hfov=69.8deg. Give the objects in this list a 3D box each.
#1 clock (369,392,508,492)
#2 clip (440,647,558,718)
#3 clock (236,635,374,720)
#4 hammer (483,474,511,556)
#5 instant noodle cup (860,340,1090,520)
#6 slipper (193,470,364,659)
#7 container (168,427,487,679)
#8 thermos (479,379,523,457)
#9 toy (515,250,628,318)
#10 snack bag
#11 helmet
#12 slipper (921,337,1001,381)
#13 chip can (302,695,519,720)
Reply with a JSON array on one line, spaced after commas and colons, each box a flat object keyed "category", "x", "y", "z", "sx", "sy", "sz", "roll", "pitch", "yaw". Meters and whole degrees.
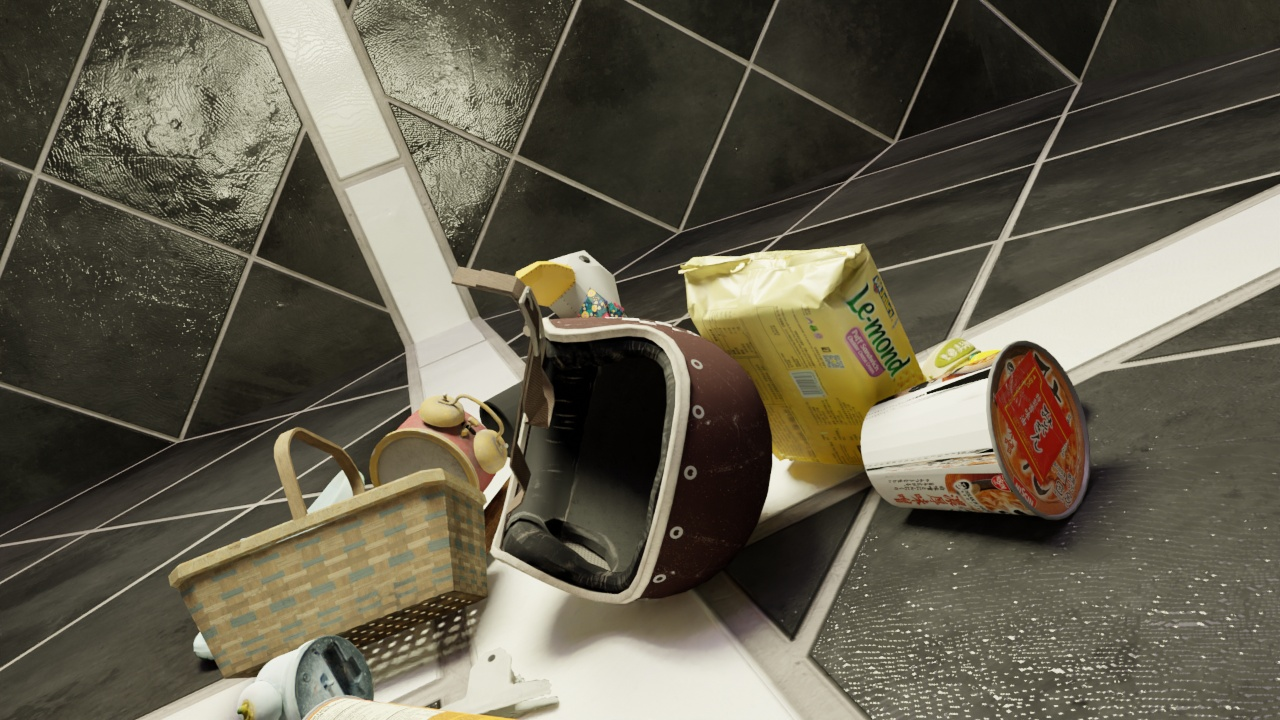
[{"category": "clock", "x": -0.198, "y": 0.094, "z": 0.945, "sx": 0.159, "sy": 0.117, "sz": 0.081, "roll": -47, "pitch": 6, "yaw": 28}, {"category": "clip", "x": -0.104, "y": 0.245, "z": 0.668, "sx": 0.102, "sy": 0.046, "sz": 0.056, "roll": -18, "pitch": 18, "yaw": 10}, {"category": "clock", "x": -0.252, "y": 0.260, "z": 0.684, "sx": 0.057, "sy": 0.083, "sz": 0.117, "roll": -22, "pitch": 9, "yaw": 21}, {"category": "hammer", "x": -0.112, "y": 0.103, "z": 0.982, "sx": 0.299, "sy": 0.037, "sz": 0.218, "roll": -55, "pitch": -6, "yaw": -50}, {"category": "instant noodle cup", "x": 0.237, "y": 0.059, "z": 0.671, "sx": 0.123, "sy": 0.123, "sz": 0.122, "roll": -32, "pitch": 8, "yaw": -39}, {"category": "slipper", "x": -0.397, "y": 0.210, "z": 0.996, "sx": 0.244, "sy": 0.074, "sz": 0.104, "roll": -54, "pitch": 21, "yaw": -23}, {"category": "container", "x": -0.271, "y": 0.156, "z": 0.823, "sx": 0.250, "sy": 0.186, "sz": 0.157, "roll": -21, "pitch": -19, "yaw": 0}, {"category": "thermos", "x": -0.120, "y": 0.052, "z": 1.290, "sx": 0.198, "sy": 0.086, "sz": 0.086, "roll": -30, "pitch": 16, "yaw": -34}, {"category": "toy", "x": -0.006, "y": 0.006, "z": 0.934, "sx": 0.246, "sy": 0.267, "sz": 0.141, "roll": 11, "pitch": -42, "yaw": -47}, {"category": "snack bag", "x": 0.146, "y": 0.008, "z": 0.774, "sx": 0.160, "sy": 0.247, "sz": 0.068, "roll": -4, "pitch": 45, "yaw": 37}, {"category": "helmet", "x": -0.022, "y": 0.064, "z": 0.716, "sx": 0.253, "sy": 0.233, "sz": 0.233, "roll": 12, "pitch": 7, "yaw": -4}, {"category": "slipper", "x": 0.290, "y": 0.016, "z": 0.816, "sx": 0.091, "sy": 0.081, "sz": 0.191, "roll": -25, "pitch": 11, "yaw": -25}, {"category": "chip can", "x": -0.118, "y": 0.246, "z": 0.544, "sx": 0.216, "sy": 0.075, "sz": 0.075, "roll": -11, "pitch": 17, "yaw": 38}]
